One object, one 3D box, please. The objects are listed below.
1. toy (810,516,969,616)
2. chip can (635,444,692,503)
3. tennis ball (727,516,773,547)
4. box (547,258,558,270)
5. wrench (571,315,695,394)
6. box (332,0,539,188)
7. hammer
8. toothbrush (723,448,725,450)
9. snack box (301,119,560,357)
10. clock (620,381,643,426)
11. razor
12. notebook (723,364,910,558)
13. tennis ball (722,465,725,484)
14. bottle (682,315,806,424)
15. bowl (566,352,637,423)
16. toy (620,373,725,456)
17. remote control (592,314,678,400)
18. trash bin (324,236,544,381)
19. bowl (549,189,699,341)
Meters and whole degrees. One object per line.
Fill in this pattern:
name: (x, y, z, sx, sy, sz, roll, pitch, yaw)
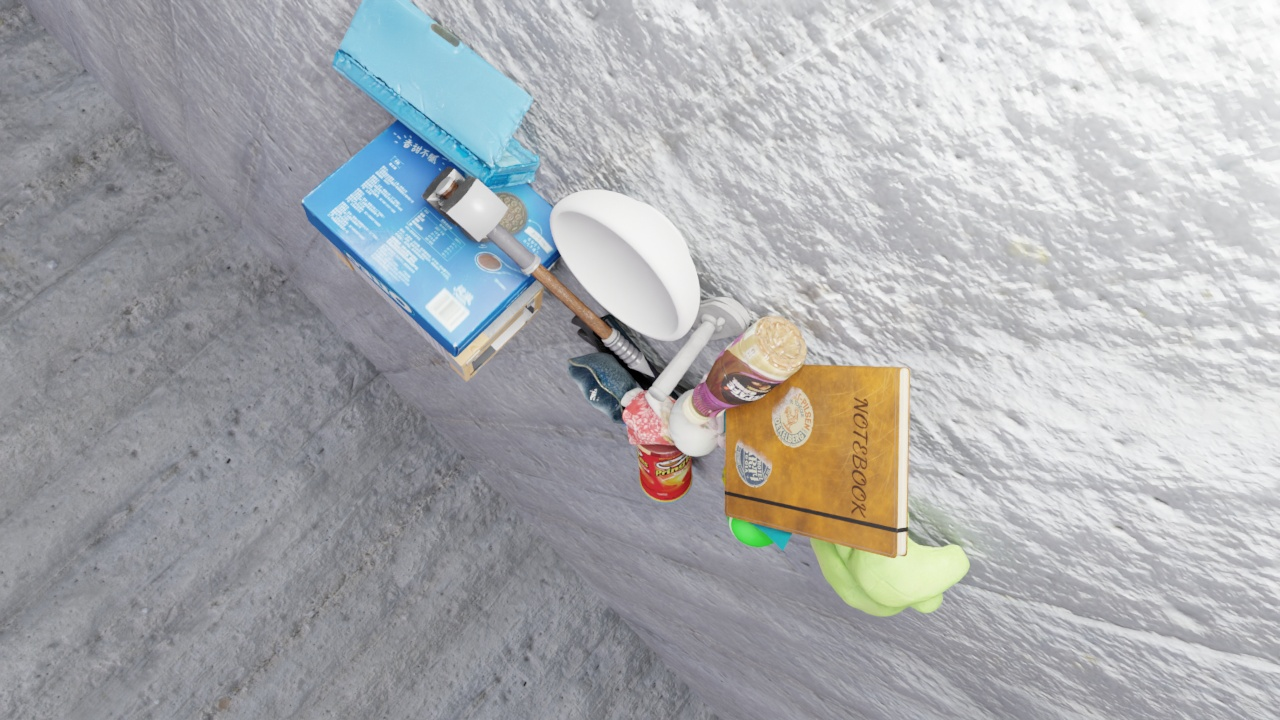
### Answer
toy: (0.261, 0.228, 1.025, 0.150, 0.107, 0.197, 39, 152, 8)
chip can: (0.034, 0.129, 1.284, 0.087, 0.087, 0.214, 37, 161, 19)
tennis ball: (0.127, 0.169, 0.995, 0.065, 0.065, 0.065, 38, 160, 16)
box: (-0.198, -0.178, 1.182, 0.209, 0.045, 0.192, 46, 161, -7)
wrench: (0.011, 0.009, 1.182, 0.273, 0.018, 0.073, 31, 156, 29)
box: (-0.196, -0.287, 0.946, 0.231, 0.094, 0.112, 40, 118, 15)
hammer: (-0.090, -0.078, 0.978, 0.322, 0.043, 0.156, 42, 176, -29)
toothbrush: (0.132, 0.138, 1.211, 0.022, 0.016, 0.155, -17, 124, 31)
snack box: (-0.225, -0.154, 1.038, 0.239, 0.195, 0.056, 43, 164, 1)
clock: (-0.043, 0.040, 1.299, 0.125, 0.051, 0.089, 35, 160, 22)
razor: (0.048, -0.007, 0.921, 0.047, 0.116, 0.088, 43, 162, -15)
notebook: (0.154, 0.093, 0.877, 0.250, 0.014, 0.178, 2, 92, 57)
tennis ball: (0.136, 0.146, 1.146, 0.065, 0.065, 0.065, 38, 160, 16)
bottle: (0.094, 0.018, 0.900, 0.059, 0.059, 0.166, 44, 141, -2)
bowl: (-0.042, 0.027, 1.203, 0.110, 0.055, 0.110, 41, 161, 17)
toy: (0.055, 0.070, 1.093, 0.195, 0.084, 0.159, 3, 147, 42)
remote control: (-0.007, 0.007, 1.158, 0.150, 0.022, 0.047, 50, 154, -12)
trash bin: (-0.264, -0.117, 1.188, 0.247, 0.142, 0.142, 44, 168, 1)
bowl: (-0.004, -0.104, 0.899, 0.176, 0.066, 0.177, 38, 160, 16)
